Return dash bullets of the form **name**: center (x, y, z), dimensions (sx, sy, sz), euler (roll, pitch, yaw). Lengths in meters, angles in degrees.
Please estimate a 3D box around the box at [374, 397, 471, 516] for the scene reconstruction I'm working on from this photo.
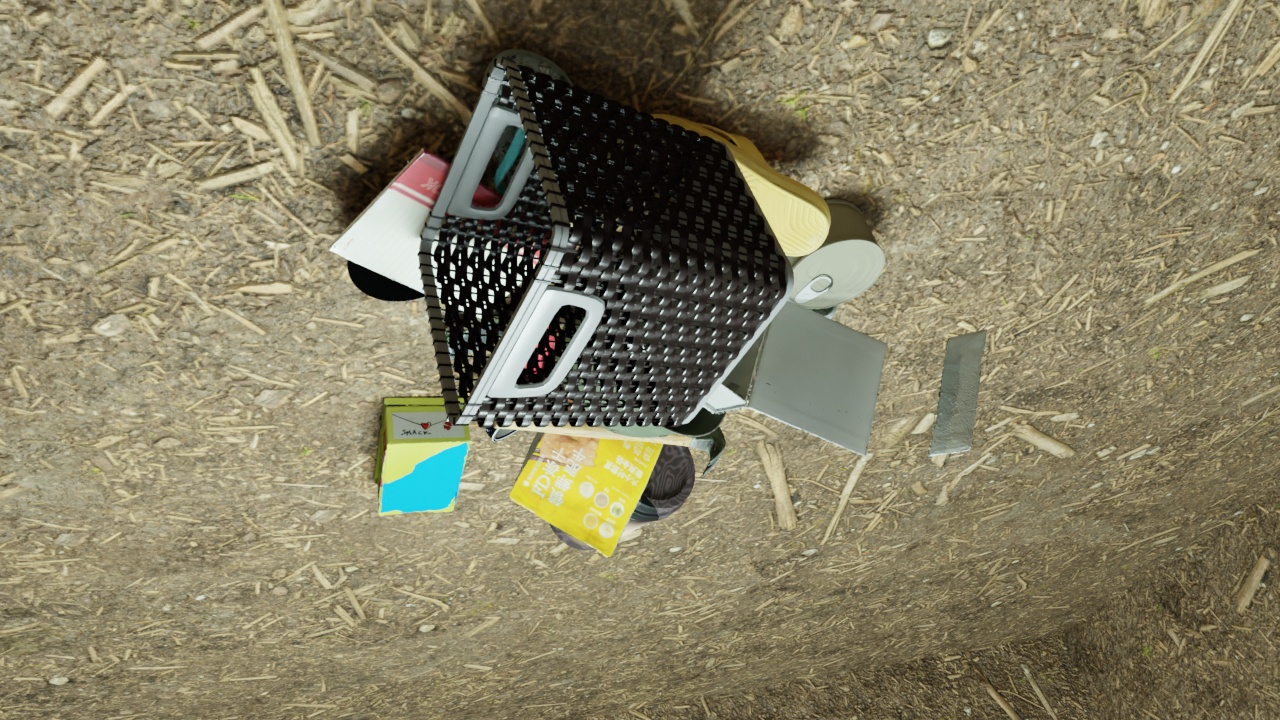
- **box**: center (-0.322, 0.144, 1.344), dimensions (0.124, 0.079, 0.222), euler (-1, 146, -18)

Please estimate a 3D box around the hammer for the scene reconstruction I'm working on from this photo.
- **hammer**: center (-0.035, 0.093, 1.225), dimensions (0.330, 0.132, 0.033), euler (7, 124, -24)

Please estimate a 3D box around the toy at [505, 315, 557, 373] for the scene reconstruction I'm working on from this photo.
- **toy**: center (-0.139, -0.028, 1.172), dimensions (0.091, 0.045, 0.135), euler (-54, 162, -12)

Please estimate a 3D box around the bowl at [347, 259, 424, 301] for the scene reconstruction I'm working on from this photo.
- **bowl**: center (-0.258, -0.126, 0.995), dimensions (0.124, 0.052, 0.124), euler (-16, 144, -12)

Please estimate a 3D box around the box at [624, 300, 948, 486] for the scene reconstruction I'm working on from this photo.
- **box**: center (0.180, 0.007, 1.132), dimensions (0.418, 0.165, 0.109), euler (28, 152, -18)

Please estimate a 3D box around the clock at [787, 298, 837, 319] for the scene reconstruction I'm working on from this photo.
- **clock**: center (0.223, -0.058, 1.226), dimensions (0.083, 0.117, 0.057), euler (-2, 150, -18)

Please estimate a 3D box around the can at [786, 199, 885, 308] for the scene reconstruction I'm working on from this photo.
- **can**: center (0.234, -0.134, 1.160), dimensions (0.127, 0.073, 0.128), euler (-10, 146, -7)

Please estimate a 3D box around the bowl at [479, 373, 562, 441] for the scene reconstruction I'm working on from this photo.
- **bowl**: center (-0.174, 0.048, 1.257), dimensions (0.120, 0.066, 0.120), euler (-39, 171, -8)

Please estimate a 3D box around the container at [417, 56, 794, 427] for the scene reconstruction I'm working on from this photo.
- **container**: center (-0.042, -0.091, 0.866), dimensions (0.243, 0.245, 0.248), euler (7, 136, -31)

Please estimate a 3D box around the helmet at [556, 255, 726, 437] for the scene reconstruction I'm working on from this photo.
- **helmet**: center (-0.007, 0.007, 1.172), dimensions (0.267, 0.226, 0.154), euler (30, 143, -34)

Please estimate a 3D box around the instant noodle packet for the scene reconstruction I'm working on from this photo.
- **instant noodle packet**: center (-0.072, 0.144, 1.267), dimensions (0.163, 0.220, 0.084), euler (34, 139, -11)

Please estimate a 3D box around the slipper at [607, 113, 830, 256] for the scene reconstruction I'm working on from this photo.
- **slipper**: center (0.090, -0.201, 1.001), dimensions (0.263, 0.078, 0.100), euler (24, 132, -14)

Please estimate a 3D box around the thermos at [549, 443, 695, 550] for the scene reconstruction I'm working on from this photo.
- **thermos**: center (-0.043, 0.203, 1.460), dimensions (0.172, 0.172, 0.227), euler (10, 145, -32)

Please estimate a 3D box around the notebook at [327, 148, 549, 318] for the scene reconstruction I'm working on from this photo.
- **notebook**: center (-0.197, -0.126, 0.973), dimensions (0.153, 0.012, 0.208), euler (-39, 142, 22)

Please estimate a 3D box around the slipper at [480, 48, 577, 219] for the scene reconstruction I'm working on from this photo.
- **slipper**: center (-0.106, -0.200, 0.956), dimensions (0.098, 0.054, 0.269), euler (-11, 147, -10)

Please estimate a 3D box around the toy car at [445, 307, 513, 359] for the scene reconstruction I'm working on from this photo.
- **toy car**: center (-0.207, -0.037, 1.164), dimensions (0.105, 0.033, 0.048), euler (-23, 146, -13)
